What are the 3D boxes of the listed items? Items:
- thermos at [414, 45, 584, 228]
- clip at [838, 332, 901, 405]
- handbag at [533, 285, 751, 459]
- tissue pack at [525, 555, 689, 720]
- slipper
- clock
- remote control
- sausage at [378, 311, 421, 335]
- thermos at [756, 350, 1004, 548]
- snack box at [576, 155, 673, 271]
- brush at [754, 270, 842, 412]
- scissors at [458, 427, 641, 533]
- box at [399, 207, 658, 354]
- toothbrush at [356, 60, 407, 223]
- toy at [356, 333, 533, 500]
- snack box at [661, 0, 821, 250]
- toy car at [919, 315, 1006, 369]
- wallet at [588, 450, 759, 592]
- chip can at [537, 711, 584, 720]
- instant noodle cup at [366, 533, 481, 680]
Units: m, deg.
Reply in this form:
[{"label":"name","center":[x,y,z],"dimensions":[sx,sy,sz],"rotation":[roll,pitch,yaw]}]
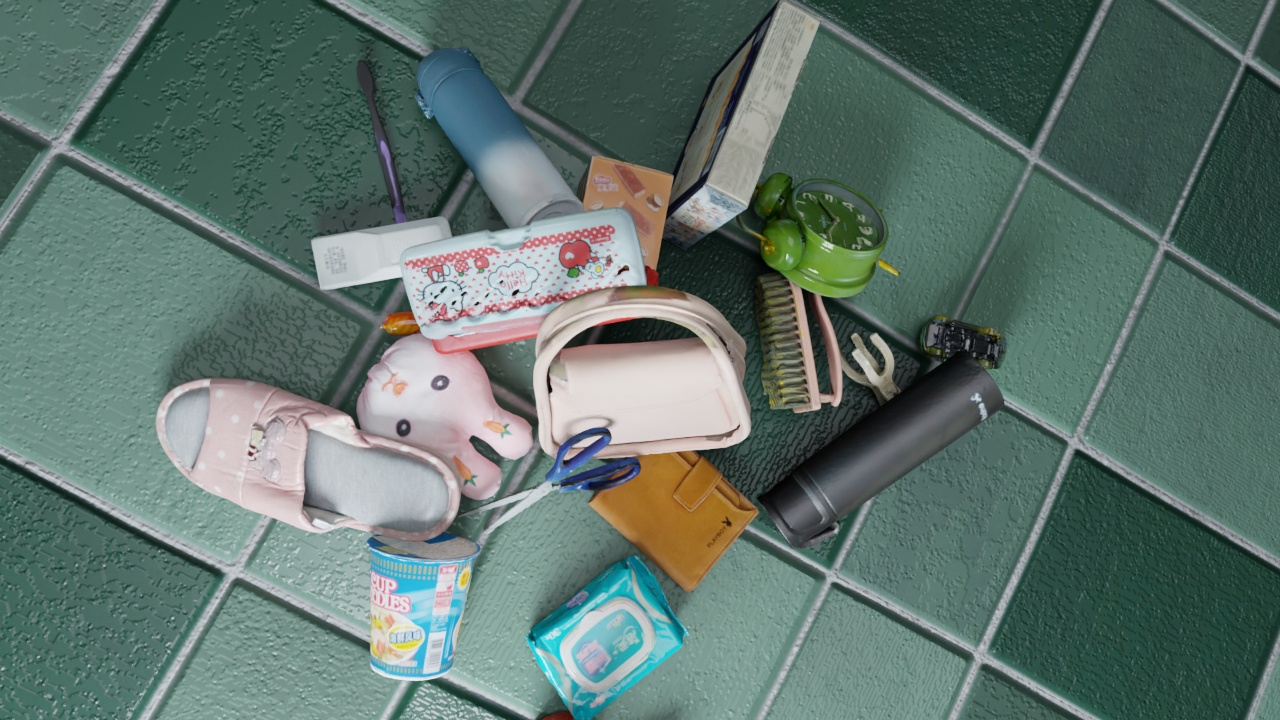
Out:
[{"label":"thermos","center":[-0.131,-0.192,0.816],"dimensions":[0.070,0.070,0.220],"rotation":[-30,65,-12]},{"label":"clip","center":[0.233,0.015,0.931],"dimensions":[0.034,0.087,0.104],"rotation":[-41,121,-13]},{"label":"handbag","center":[-0.005,0.004,0.765],"dimensions":[0.193,0.234,0.093],"rotation":[-7,66,4]},{"label":"tissue pack","center":[-0.030,0.254,0.844],"dimensions":[0.133,0.050,0.093],"rotation":[-37,92,-12]},{"label":"slipper","center":[-0.287,0.088,0.783],"dimensions":[0.274,0.054,0.114],"rotation":[18,97,1]},{"label":"clock","center":[0.164,-0.124,0.880],"dimensions":[0.161,0.056,0.116],"rotation":[10,48,-14]},{"label":"remote control","center":[-0.234,-0.099,0.843],"dimensions":[0.125,0.024,0.049],"rotation":[-11,91,-6]},{"label":"sausage","center":[-0.160,-0.039,0.857],"dimensions":[0.165,0.021,0.021],"rotation":[-5,86,-11]},{"label":"thermos","center":[0.231,0.093,0.886],"dimensions":[0.242,0.068,0.090],"rotation":[-35,131,2]},{"label":"snack box","center":[-0.023,-0.125,0.854],"dimensions":[0.077,0.093,0.094],"rotation":[12,83,-10]},{"label":"brush","center":[0.154,-0.023,0.896],"dimensions":[0.073,0.063,0.145],"rotation":[-7,85,-7]},{"label":"scissors","center":[-0.077,0.108,0.818],"dimensions":[0.162,0.163,0.012],"rotation":[-4,51,-22]},{"label":"box","center":[-0.090,-0.072,0.777],"dimensions":[0.201,0.095,0.100],"rotation":[-9,107,11]},{"label":"toothbrush","center":[-0.238,-0.188,0.861],"dimensions":[0.014,0.017,0.189],"rotation":[-14,91,-5]},{"label":"toy","center":[-0.176,0.051,0.833],"dimensions":[0.159,0.054,0.121],"rotation":[37,83,-11]},{"label":"snack box","center":[0.081,-0.206,0.834],"dimensions":[0.046,0.183,0.177],"rotation":[23,81,-11]},{"label":"toy car","center":[0.329,-0.017,0.941],"dimensions":[0.091,0.036,0.043],"rotation":[15,84,-10]},{"label":"wallet","center":[0.036,0.134,0.878],"dimensions":[0.130,0.035,0.119],"rotation":[42,86,-5]},{"label":"chip can","center":[-0.056,0.355,0.746],"dimensions":[0.073,0.217,0.073],"rotation":[1,86,-10]},{"label":"instant noodle cup","center":[-0.193,0.213,0.799],"dimensions":[0.099,0.099,0.110],"rotation":[6,91,-10]}]
